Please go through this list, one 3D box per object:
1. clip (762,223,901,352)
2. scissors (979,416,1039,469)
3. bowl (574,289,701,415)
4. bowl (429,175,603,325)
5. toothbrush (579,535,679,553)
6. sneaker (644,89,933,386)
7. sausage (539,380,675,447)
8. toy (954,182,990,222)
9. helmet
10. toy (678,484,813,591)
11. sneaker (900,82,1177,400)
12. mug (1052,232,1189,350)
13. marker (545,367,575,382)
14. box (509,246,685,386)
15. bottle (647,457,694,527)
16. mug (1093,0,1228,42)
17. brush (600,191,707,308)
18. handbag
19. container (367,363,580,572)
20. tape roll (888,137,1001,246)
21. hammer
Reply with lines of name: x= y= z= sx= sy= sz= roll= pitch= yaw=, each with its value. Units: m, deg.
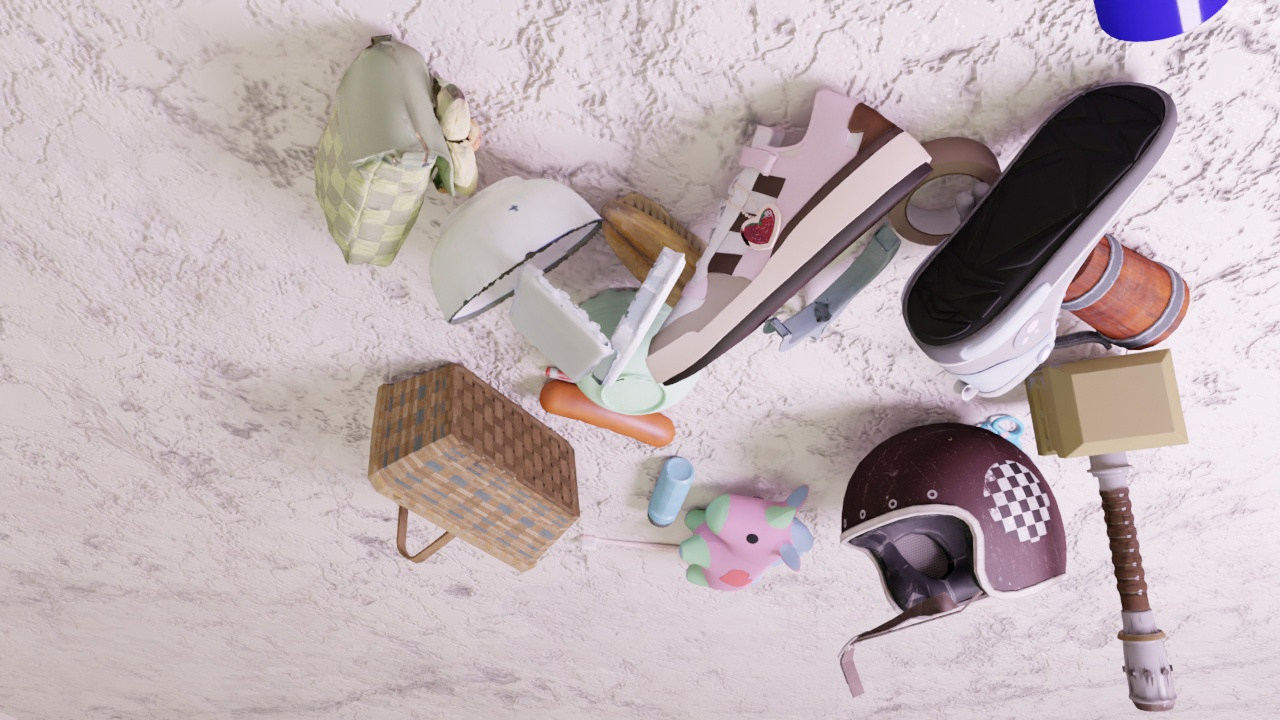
clip: x=0.150 y=-0.043 z=0.818 sx=0.164 sy=0.031 sz=0.169 roll=-30 pitch=162 yaw=-32
scissors: x=0.437 y=0.103 z=1.072 sx=0.056 sy=0.015 sz=0.136 roll=-29 pitch=129 yaw=30
bowl: x=-0.005 y=0.005 z=0.927 sx=0.151 sy=0.076 sz=0.151 roll=1 pitch=142 yaw=1
bowl: x=-0.112 y=-0.099 z=0.757 sx=0.154 sy=0.153 sz=0.073 roll=-34 pitch=91 yaw=37
toothbrush: x=0.004 y=0.266 z=1.298 sx=0.181 sy=0.018 sz=0.016 roll=7 pitch=142 yaw=-6
sneaker: x=0.087 y=-0.099 z=0.753 sx=0.116 sy=0.111 sz=0.295 roll=50 pitch=120 yaw=6
sausage: x=-0.033 y=0.060 z=1.024 sx=0.164 sy=0.039 sz=0.045 roll=20 pitch=155 yaw=-20
toy: x=0.278 y=-0.099 z=0.764 sx=0.049 sy=0.030 sz=0.112 roll=-29 pitch=136 yaw=-6
helmet: x=0.333 y=0.199 z=1.006 sx=0.233 sy=0.253 sz=0.234 roll=-12 pitch=161 yaw=-18
toy: x=0.140 y=0.244 z=1.198 sx=0.171 sy=0.119 sz=0.222 roll=3 pitch=141 yaw=15
sneaker: x=0.330 y=-0.083 z=0.732 sx=0.257 sy=0.093 sz=0.160 roll=-49 pitch=137 yaw=5
mug: x=0.402 y=-0.053 z=0.819 sx=0.111 sy=0.081 sz=0.118 roll=25 pitch=119 yaw=-20
marker: x=-0.036 y=0.028 z=1.008 sx=0.142 sy=0.012 sz=0.013 roll=15 pitch=140 yaw=-14
box: x=-0.030 y=-0.048 z=0.762 sx=0.130 sy=0.105 sz=0.211 roll=40 pitch=167 yaw=-5
bottle: x=0.036 y=0.171 z=1.159 sx=0.040 sy=0.040 sz=0.130 roll=8 pitch=141 yaw=-7
mug: x=0.333 y=-0.269 z=0.571 sx=0.111 sy=0.079 sz=0.083 roll=-39 pitch=131 yaw=5
brush: x=0.035 y=-0.086 z=0.835 sx=0.059 sy=0.043 sz=0.195 roll=-27 pitch=131 yaw=34
handbag: x=-0.188 y=-0.155 z=0.726 sx=0.116 sy=0.113 sz=0.187 roll=-2 pitch=154 yaw=-32
container: x=-0.208 y=0.136 z=1.045 sx=0.187 sy=0.157 sz=0.250 roll=-32 pitch=131 yaw=21
tape roll: x=0.253 y=-0.139 z=0.765 sx=0.094 sy=0.030 sz=0.094 roll=2 pitch=141 yaw=1
hammer: x=0.456 y=0.163 z=0.869 sx=0.101 sy=0.324 sz=0.190 roll=-9 pitch=173 yaw=14
